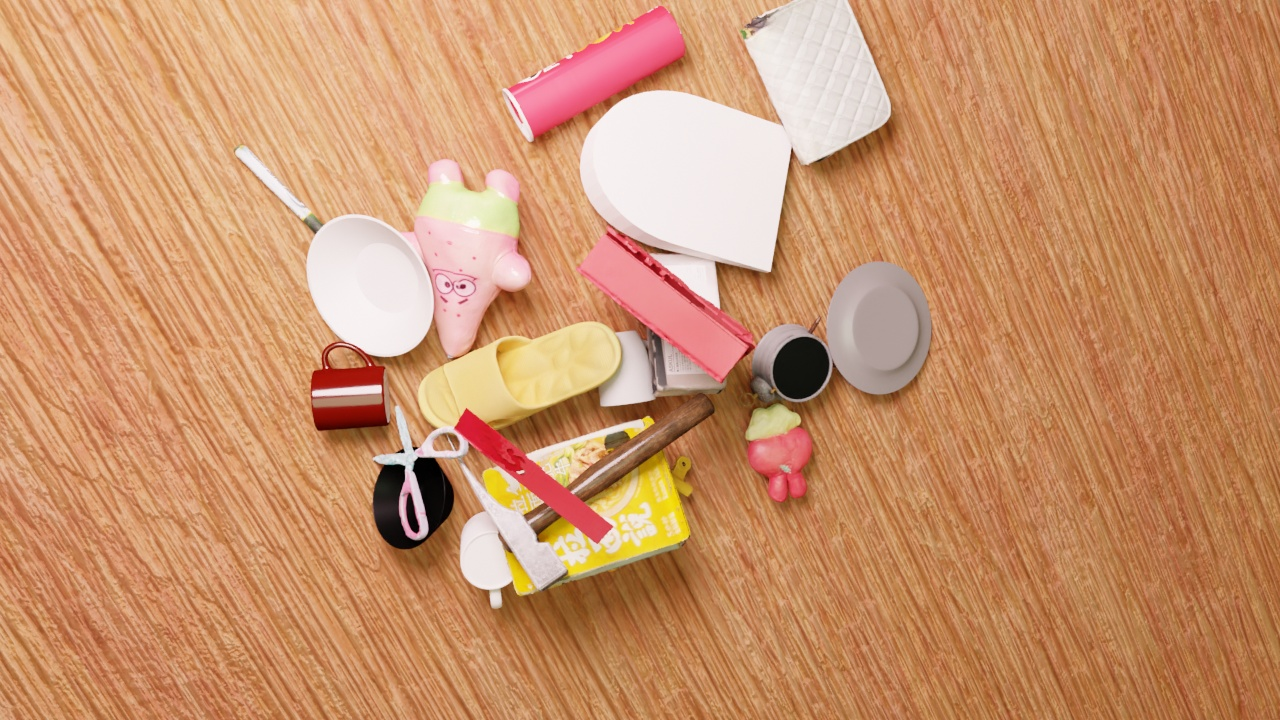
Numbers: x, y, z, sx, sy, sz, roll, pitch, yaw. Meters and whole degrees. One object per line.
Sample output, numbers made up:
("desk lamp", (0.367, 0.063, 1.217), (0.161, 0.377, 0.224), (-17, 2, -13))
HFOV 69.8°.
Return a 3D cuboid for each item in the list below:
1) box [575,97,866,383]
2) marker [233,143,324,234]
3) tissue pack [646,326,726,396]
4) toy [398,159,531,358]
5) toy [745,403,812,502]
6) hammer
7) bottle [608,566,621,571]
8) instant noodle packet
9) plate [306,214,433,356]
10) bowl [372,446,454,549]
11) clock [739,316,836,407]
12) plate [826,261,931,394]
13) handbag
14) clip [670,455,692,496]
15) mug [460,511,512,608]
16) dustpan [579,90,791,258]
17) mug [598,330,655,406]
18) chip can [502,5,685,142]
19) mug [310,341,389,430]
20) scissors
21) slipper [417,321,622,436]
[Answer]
("box", (0.104, -0.147, 1.106), (0.213, 0.148, 0.373), (39, 66, 3))
("marker", (-0.426, -0.199, 1.095), (0.017, 0.017, 0.146), (-44, 102, -3))
("tissue pack", (0.057, -0.043, 1.164), (0.104, 0.071, 0.181), (-2, 71, -12))
("toy", (-0.215, -0.117, 1.106), (0.192, 0.096, 0.237), (13, 105, 14))
("toy", (0.188, 0.124, 1.231), (0.091, 0.045, 0.135), (-18, 95, -11))
("hammer", (-0.060, 0.102, 1.102), (0.300, 0.037, 0.217), (-34, 75, -11))
("bottle", (-0.069, 0.231, 1.188), (0.108, 0.063, 0.063), (20, 93, -12))
("instant noodle packet", (-0.068, 0.180, 1.128), (0.221, 0.084, 0.163), (-15, 73, -16))
("plate", (-0.313, -0.093, 1.094), (0.174, 0.036, 0.174), (8, 115, 18))
("bowl", (-0.269, 0.171, 1.137), (0.052, 0.124, 0.124), (18, 94, -55))
("clock", (0.191, 0.014, 1.213), (0.147, 0.056, 0.104), (-36, 110, -9))
("plate", (0.325, -0.044, 1.228), (0.178, 0.012, 0.178), (-1, 91, -26))
("handbag", (0.220, -0.359, 1.164), (0.138, 0.072, 0.195), (-30, 101, -16))
("clip", (0.048, 0.152, 1.222), (0.054, 0.046, 0.048), (34, 123, -12))
("mug", (-0.187, 0.255, 1.154), (0.073, 0.090, 0.110), (-7, 98, -10))
("dustpan", (0.055, -0.232, 1.159), (0.257, 0.053, 0.191), (13, 82, -19))
("mug", (-0.007, 0.007, 1.178), (0.107, 0.071, 0.089), (-8, 91, -37))
("chip can", (-0.055, -0.350, 1.119), (0.220, 0.069, 0.069), (-30, 101, -6))
("mug", (-0.350, 0.029, 1.107), (0.082, 0.073, 0.106), (-4, 95, -10))
("scissors", (-0.263, 0.123, 1.099), (0.176, 0.013, 0.170), (-32, 63, 30))
("slipper", (-0.150, 0.021, 1.112), (0.263, 0.078, 0.099), (-19, 83, 4))
